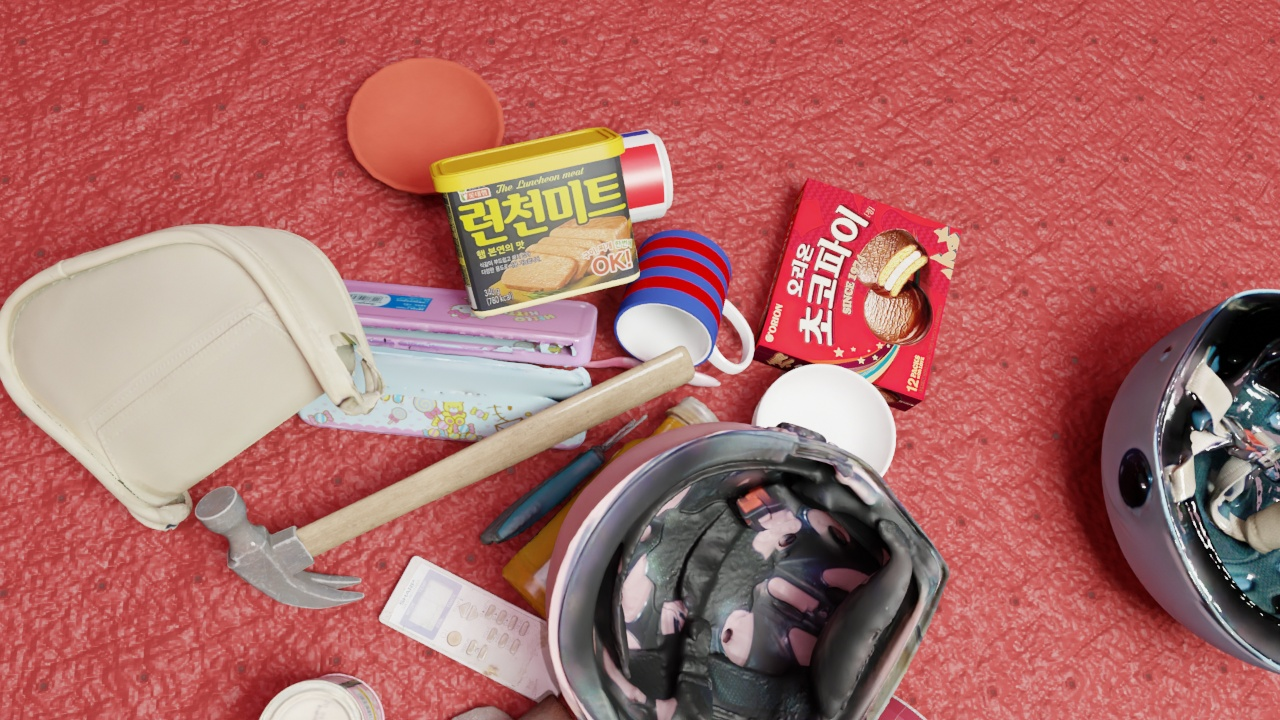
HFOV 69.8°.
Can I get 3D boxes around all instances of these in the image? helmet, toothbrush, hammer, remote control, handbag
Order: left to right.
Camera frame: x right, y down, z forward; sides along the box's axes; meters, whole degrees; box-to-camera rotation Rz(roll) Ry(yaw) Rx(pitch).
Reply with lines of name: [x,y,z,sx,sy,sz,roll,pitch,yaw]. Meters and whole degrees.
handbag: [-0.285,-0.004,0.619,0.230,0.131,0.184,-30,87,21]
hammer: [-0.114,0.068,0.623,0.331,0.119,0.030,-26,39,-10]
remote control: [-0.111,0.189,0.642,0.136,0.011,0.050,26,72,2]
toothbrush: [-0.004,0.004,0.709,0.135,0.021,0.016,9,83,-2]
helmet: [0.050,0.141,0.584,0.255,0.152,0.230,21,96,-24]
helmet: [0.441,0.093,0.655,0.225,0.167,0.265,11,70,-1]

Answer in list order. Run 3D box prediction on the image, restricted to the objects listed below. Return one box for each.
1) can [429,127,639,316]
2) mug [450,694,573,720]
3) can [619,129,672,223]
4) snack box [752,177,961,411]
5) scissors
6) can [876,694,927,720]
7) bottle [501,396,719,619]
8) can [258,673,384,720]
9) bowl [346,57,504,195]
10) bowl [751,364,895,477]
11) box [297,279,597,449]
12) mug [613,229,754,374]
can: [-0.072,-0.099,0.649,0.130,0.072,0.101,-14,114,-10]
mug: [-0.081,0.270,0.588,0.110,0.096,0.123,-31,53,-20]
can: [-0.046,-0.136,0.720,0.132,0.070,0.070,-13,75,-10]
snack box: [0.174,-0.054,0.739,0.132,0.036,0.151,19,72,-1]
scissors: [-0.059,0.090,0.657,0.019,0.121,0.150,53,33,-3]
can: [0.148,0.284,0.616,0.063,0.063,0.114,41,73,6]
bottle: [-0.016,0.102,0.658,0.053,0.053,0.185,43,73,7]
can: [-0.201,0.236,0.583,0.067,0.076,0.067,2,73,-6]
bowl: [-0.171,-0.182,0.738,0.122,0.035,0.121,2,73,-6]
bowl: [0.133,0.059,0.690,0.105,0.054,0.104,1,72,-4]
box: [-0.140,0.006,0.679,0.214,0.089,0.093,5,116,0]
mug: [0.041,-0.036,0.693,0.112,0.075,0.076,31,50,-17]
